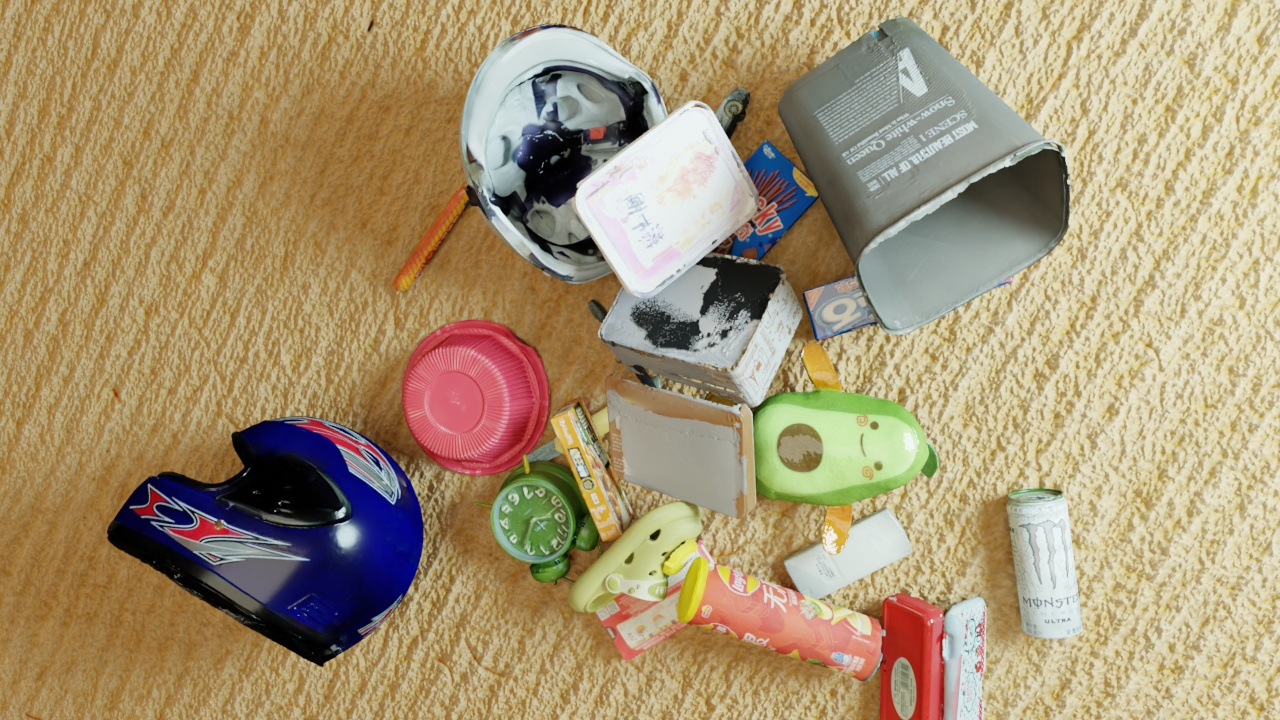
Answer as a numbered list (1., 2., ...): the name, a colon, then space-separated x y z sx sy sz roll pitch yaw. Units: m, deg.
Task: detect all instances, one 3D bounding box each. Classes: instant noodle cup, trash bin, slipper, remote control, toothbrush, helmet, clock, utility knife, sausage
1. instant noodle cup: -0.208 0.046 1.089 0.194 0.065 0.194 1 93 13
2. trash bin: 0.255 -0.181 0.869 0.199 0.198 0.219 -31 59 12
3. instant noodle cup: 0.020 -0.161 0.926 0.173 0.060 0.138 -39 114 -10
4. slipper: 0.005 0.232 1.019 0.191 0.091 0.081 -43 68 16
5. remote control: 0.229 0.216 1.017 0.135 0.019 0.056 -32 86 14
6. toothbrush: -0.006 0.006 1.054 0.014 0.016 0.189 -36 80 12
7. helmet: -0.088 -0.219 0.981 0.228 0.146 0.259 -42 114 -10
8. helmet: -0.401 0.181 1.053 0.315 0.248 0.239 27 60 5
9. clock: -0.108 0.193 1.074 0.161 0.056 0.116 46 108 2
10. utility knife: -0.056 0.077 1.077 0.195 0.020 0.031 -30 81 7
11. sausage: -0.251 -0.146 1.107 0.021 0.021 0.165 40 102 8

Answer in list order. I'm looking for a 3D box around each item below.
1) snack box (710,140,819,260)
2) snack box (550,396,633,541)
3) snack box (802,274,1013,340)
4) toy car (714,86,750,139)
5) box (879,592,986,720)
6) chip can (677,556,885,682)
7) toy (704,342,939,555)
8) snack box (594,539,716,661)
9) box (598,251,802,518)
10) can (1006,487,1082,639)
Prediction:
1. snack box: 0.117 -0.156 1.014 0.084 0.026 0.157 44 102 7
2. snack box: -0.054 0.122 1.040 0.026 0.075 0.154 -22 97 13
3. snack box: 0.277 -0.075 0.966 0.208 0.057 0.058 -17 87 15
4. toy car: 0.081 -0.243 1.003 0.037 0.054 0.121 32 100 8
5. box: 0.324 0.352 0.990 0.101 0.095 0.201 -3 96 -28
6. chip can: 0.149 0.279 0.986 0.216 0.073 0.073 21 99 -7
7. toy: 0.188 0.094 0.983 0.247 0.089 0.227 -6 94 18
8. snack box: 0.026 0.280 1.068 0.153 0.025 0.075 -34 86 13
9. box: 0.051 0.018 0.954 0.179 0.130 0.272 15 96 34
10. can: 0.418 0.210 0.951 0.058 0.058 0.146 -7 92 14
